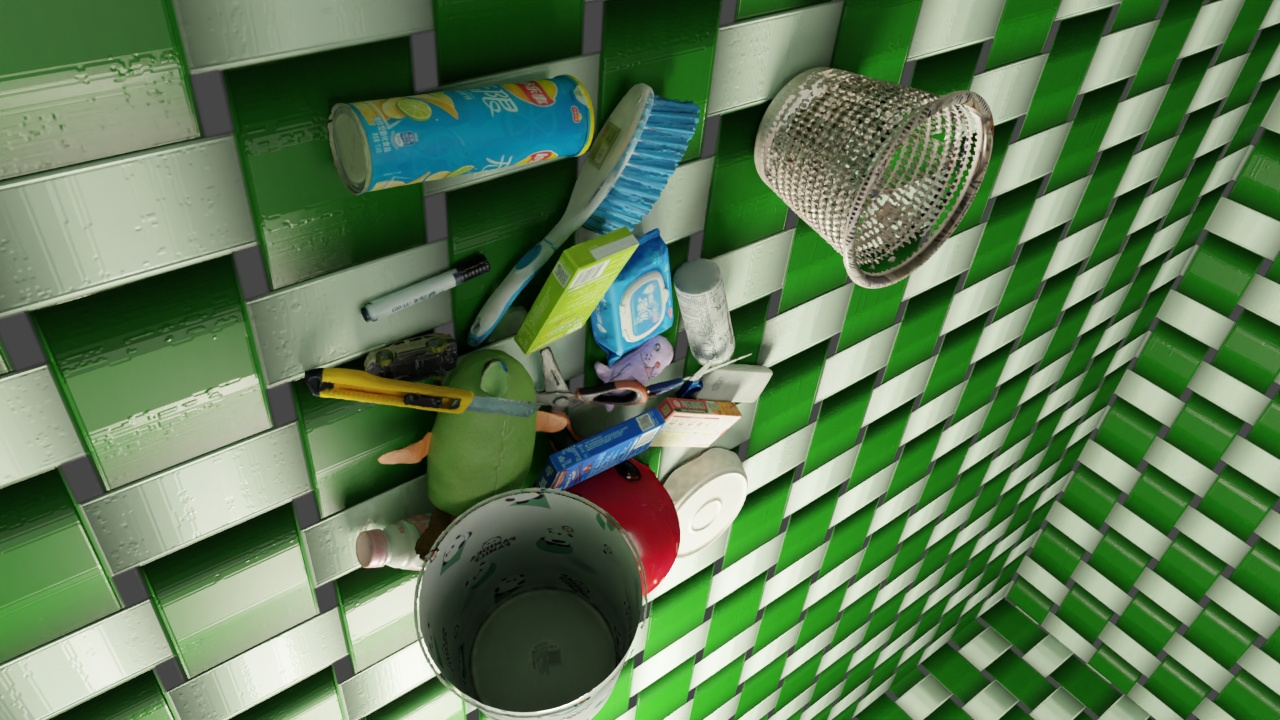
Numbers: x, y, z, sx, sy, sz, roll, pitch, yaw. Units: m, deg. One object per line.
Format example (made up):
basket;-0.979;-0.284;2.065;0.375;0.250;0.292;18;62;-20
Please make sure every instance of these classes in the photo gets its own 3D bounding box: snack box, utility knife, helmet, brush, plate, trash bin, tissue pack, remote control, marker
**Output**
snack box;-0.067;-0.068;0.926;0.085;0.026;0.157;-29;166;-38
utility knife;-0.200;0.033;0.856;0.219;0.015;0.033;8;123;-14
helmet;-0.042;0.238;1.206;0.207;0.144;0.239;-54;143;11
brush;-0.061;-0.135;0.915;0.109;0.060;0.315;13;116;-45
plate;0.088;0.228;1.415;0.204;0.045;0.205;-28;140;-27
trash bin;0.242;-0.224;1.024;0.227;0.192;0.228;-28;140;-26
tissue pack;-0.009;-0.067;1.024;0.094;0.052;0.157;-33;141;-25
remote control;0.128;0.031;1.291;0.149;0.021;0.058;5;122;-49
snack box;-0.049;0.113;1.122;0.156;0.026;0.085;-23;160;-29
trash bin;-0.113;0.296;1.005;0.229;0.229;0.252;-33;155;-21
snack box;0.066;0.087;1.255;0.155;0.027;0.077;7;135;-49
marker;-0.199;-0.068;0.856;0.130;0.018;0.023;-27;148;-28

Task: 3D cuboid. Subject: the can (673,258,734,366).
can;0.080;-0.057;1.127;0.058;0.058;0.147;-38;143;-15

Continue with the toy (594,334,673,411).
toy;-0.007;0.006;1.109;0.108;0.039;0.084;-31;139;-15

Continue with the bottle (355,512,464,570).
bottle;-0.224;0.204;1.045;0.196;0.068;0.068;2;121;-44

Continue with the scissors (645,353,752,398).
scissors;0.060;0.025;1.164;0.162;0.012;0.176;-16;166;-5

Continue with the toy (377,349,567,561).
toy;-0.171;0.093;0.976;0.226;0.090;0.247;-13;128;-42

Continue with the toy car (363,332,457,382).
toy car;-0.222;0.000;0.881;0.090;0.035;0.042;-17;133;-28

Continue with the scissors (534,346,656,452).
scissors;-0.083;0.052;1.069;0.225;0.015;0.189;4;136;-31

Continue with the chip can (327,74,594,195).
chip can;-0.142;-0.189;0.756;0.209;0.071;0.071;-20;136;-34
